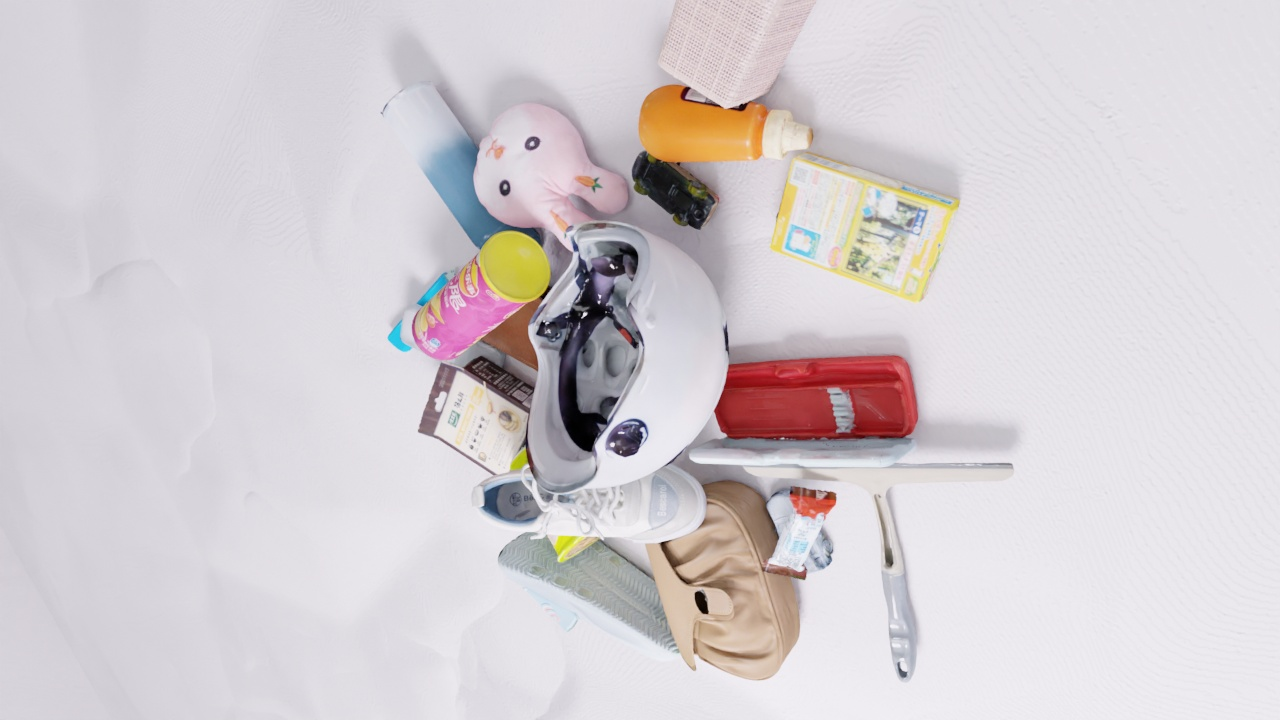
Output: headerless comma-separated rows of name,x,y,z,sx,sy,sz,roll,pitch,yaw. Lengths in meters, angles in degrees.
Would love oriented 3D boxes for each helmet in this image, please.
helmet,-0.005,0.005,0.864,0.229,0.145,0.259,48,125,57

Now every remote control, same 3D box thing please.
remote control,-0.223,-0.019,1.089,0.136,0.020,0.056,26,124,11

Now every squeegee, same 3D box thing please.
squeegee,0.239,0.197,0.875,0.247,0.039,0.247,-4,111,30

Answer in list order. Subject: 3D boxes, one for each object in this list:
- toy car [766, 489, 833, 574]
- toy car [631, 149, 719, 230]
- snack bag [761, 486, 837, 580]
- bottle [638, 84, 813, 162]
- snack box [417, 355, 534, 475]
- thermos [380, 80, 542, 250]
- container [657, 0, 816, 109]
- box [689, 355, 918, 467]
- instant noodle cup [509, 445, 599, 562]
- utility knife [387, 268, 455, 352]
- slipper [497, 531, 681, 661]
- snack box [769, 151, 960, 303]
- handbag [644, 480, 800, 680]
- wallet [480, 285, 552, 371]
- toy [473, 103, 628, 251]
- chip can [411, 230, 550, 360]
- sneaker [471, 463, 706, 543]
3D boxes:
toy car,0.158,0.173,0.922,0.043,0.034,0.090,-22,96,42
toy car,0.031,-0.161,0.852,0.090,0.035,0.042,39,126,14
snack bag,0.149,0.164,0.866,0.048,0.026,0.104,11,122,-2
bottle,0.075,-0.199,0.792,0.150,0.066,0.067,12,117,21
snack box,-0.181,0.065,1.066,0.125,0.053,0.113,32,122,9
thermos,-0.185,-0.187,0.969,0.070,0.070,0.220,-35,90,39
container,0.079,-0.273,0.737,0.090,0.090,0.111,36,130,15
box,0.142,0.056,0.835,0.202,0.101,0.095,-4,110,35
instant noodle cup,-0.081,0.142,1.029,0.123,0.111,0.112,52,130,13
utility knife,-0.259,-0.060,1.107,0.034,0.018,0.160,52,128,4
slipper,-0.052,0.276,1.072,0.245,0.103,0.074,28,126,14
snack box,0.185,-0.113,0.773,0.140,0.033,0.087,25,123,25
handbag,0.080,0.233,0.959,0.148,0.099,0.204,-13,97,35
wallet,-0.141,-0.051,1.024,0.124,0.032,0.101,30,128,20
toy,-0.091,-0.179,0.907,0.159,0.054,0.121,33,100,8
chip can,-0.170,-0.060,0.946,0.071,0.071,0.211,59,144,-2
sneaker,-0.057,0.136,0.921,0.242,0.090,0.089,-3,77,19
